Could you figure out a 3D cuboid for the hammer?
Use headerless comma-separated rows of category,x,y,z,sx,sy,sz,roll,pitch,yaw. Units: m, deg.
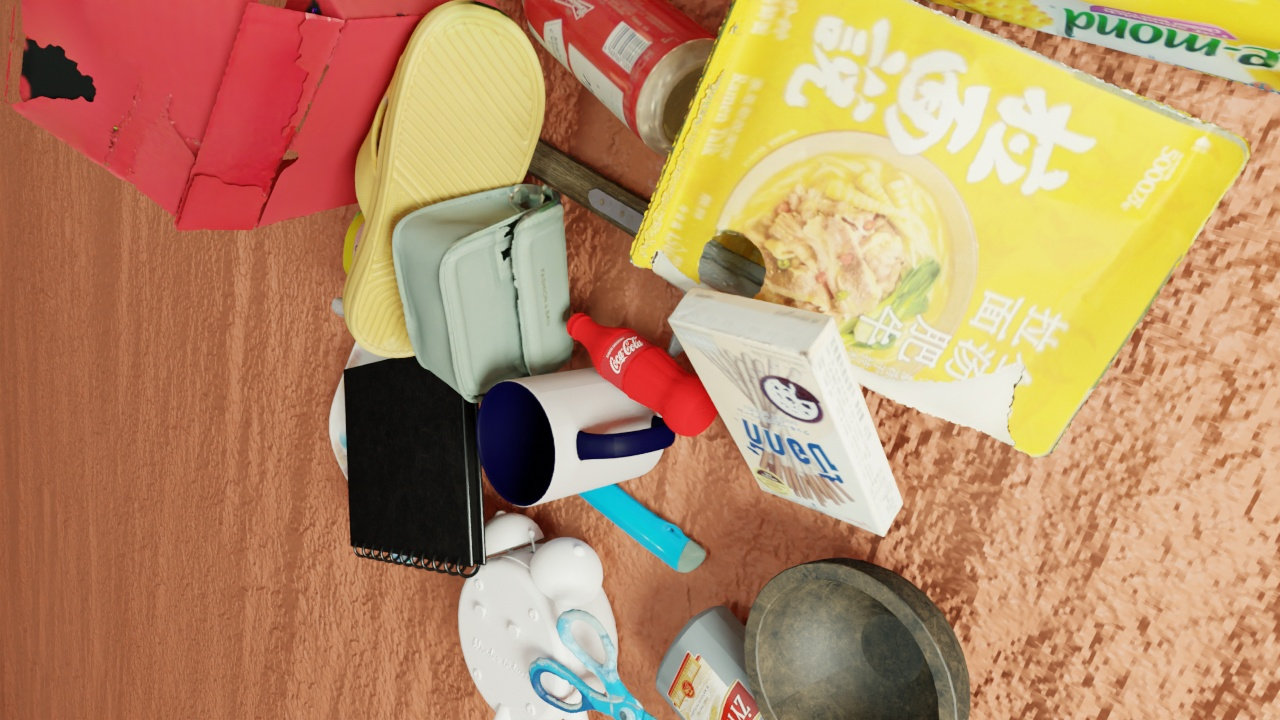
hammer,-0.057,-0.126,0.630,0.317,0.028,0.147,36,120,35

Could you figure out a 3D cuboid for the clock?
clock,-0.083,0.200,0.671,0.125,0.072,0.161,13,105,43

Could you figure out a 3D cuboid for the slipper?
slipper,-0.143,-0.121,0.632,0.264,0.099,0.078,-63,36,29

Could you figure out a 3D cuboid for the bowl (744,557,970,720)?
bowl,0.119,0.158,0.479,0.121,0.056,0.121,8,101,43

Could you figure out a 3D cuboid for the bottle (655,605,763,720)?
bottle,0.079,0.225,0.535,0.161,0.046,0.072,43,124,32

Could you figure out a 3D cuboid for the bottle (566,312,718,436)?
bottle,-0.003,0.003,0.567,0.119,0.036,0.036,35,119,35

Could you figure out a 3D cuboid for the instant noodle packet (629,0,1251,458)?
instant noodle packet,0.126,-0.072,0.427,0.222,0.084,0.163,31,115,18

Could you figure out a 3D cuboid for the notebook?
notebook,-0.189,0.081,0.741,0.232,0.019,0.169,-9,84,52

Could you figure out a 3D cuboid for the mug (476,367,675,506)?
mug,-0.032,0.046,0.582,0.112,0.096,0.078,2,97,44

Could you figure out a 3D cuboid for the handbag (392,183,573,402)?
handbag,-0.095,-0.044,0.604,0.067,0.106,0.122,31,135,42

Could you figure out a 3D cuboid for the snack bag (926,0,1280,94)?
snack bag,0.209,-0.194,0.333,0.247,0.068,0.160,33,117,36

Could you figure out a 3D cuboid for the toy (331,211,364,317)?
toy,-0.205,-0.084,0.760,0.131,0.096,0.124,23,119,20

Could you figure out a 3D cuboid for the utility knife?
utility knife,-0.033,0.086,0.647,0.209,0.015,0.031,33,117,32

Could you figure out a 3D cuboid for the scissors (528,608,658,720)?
scissors,-0.017,0.231,0.596,0.141,0.014,0.091,44,119,8

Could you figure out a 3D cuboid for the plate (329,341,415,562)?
plate,-0.217,0.069,0.823,0.187,0.016,0.187,51,127,27

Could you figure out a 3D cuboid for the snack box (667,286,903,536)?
snack box,0.076,0.028,0.460,0.082,0.026,0.150,17,151,40

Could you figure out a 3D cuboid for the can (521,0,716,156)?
can,-0.010,-0.185,0.534,0.170,0.067,0.067,52,128,37

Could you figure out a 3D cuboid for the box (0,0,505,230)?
box,-0.262,-0.179,0.586,0.212,0.315,0.124,-41,57,44
